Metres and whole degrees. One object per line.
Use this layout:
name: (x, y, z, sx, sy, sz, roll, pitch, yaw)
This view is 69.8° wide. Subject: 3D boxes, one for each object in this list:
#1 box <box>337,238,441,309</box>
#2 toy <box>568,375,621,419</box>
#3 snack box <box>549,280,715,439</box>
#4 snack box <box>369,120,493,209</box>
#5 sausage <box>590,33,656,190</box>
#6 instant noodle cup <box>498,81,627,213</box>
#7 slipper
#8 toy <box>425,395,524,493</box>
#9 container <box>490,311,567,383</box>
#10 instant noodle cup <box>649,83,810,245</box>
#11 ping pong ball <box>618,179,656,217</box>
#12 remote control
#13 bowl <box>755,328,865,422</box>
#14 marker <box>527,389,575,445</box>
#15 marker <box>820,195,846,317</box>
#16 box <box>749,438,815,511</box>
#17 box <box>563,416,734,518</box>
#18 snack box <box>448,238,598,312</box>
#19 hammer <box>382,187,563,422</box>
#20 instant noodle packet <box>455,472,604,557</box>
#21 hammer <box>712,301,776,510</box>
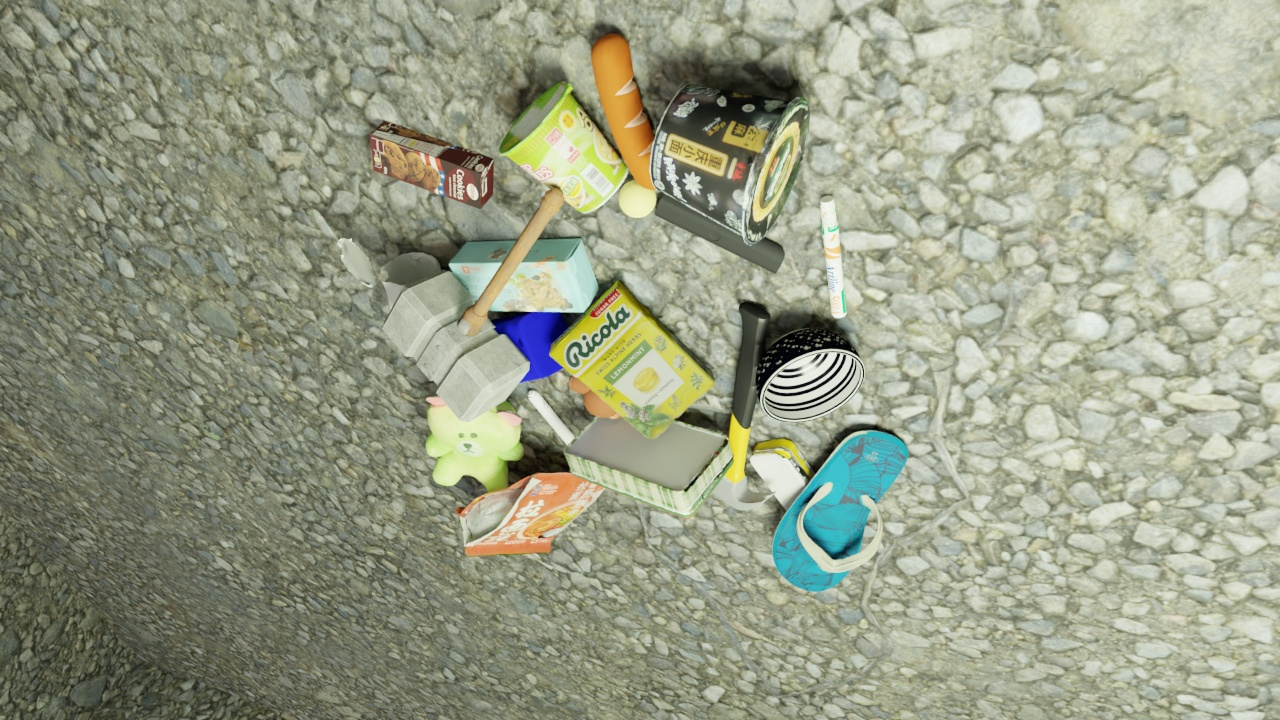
box: (-0.314, -0.094, 1.176, 0.126, 0.084, 0.156, -7, 134, -9)
toy: (-0.045, 0.018, 1.188, 0.095, 0.065, 0.128, 13, 126, 12)
snack box: (-0.007, 0.006, 1.122, 0.121, 0.045, 0.181, -42, 108, 16)
snack box: (-0.240, -0.226, 1.060, 0.141, 0.031, 0.051, 21, 138, 9)
sausage: (-0.011, -0.243, 0.913, 0.044, 0.039, 0.164, 0, 131, 28)
instant noodle cup: (-0.074, -0.212, 0.944, 0.099, 0.098, 0.108, -21, 127, 41)
slipper: (0.247, 0.207, 1.166, 0.118, 0.060, 0.296, 19, 126, 0)
toy: (-0.242, 0.108, 1.347, 0.150, 0.107, 0.197, 11, 130, -9)
container: (-0.154, -0.016, 1.169, 0.114, 0.084, 0.085, -13, 103, 40)
instant noodle cup: (0.079, -0.190, 0.856, 0.112, 0.136, 0.137, 23, 139, 19)
ping pong ball: (-0.003, -0.173, 0.979, 0.040, 0.040, 0.040, 15, 137, 15)
remote control: (0.085, -0.136, 0.985, 0.147, 0.015, 0.033, 26, 139, 2)
bowl: (0.182, 0.007, 1.028, 0.120, 0.066, 0.120, -9, 139, -8)
marker: (-0.121, 0.093, 1.323, 0.017, 0.020, 0.133, -21, 120, 30)
marker: (0.200, -0.105, 0.953, 0.017, 0.017, 0.146, 5, 134, 24)
box: (0.220, 0.187, 1.221, 0.065, 0.037, 0.210, -15, 124, 40)
box: (0.010, 0.124, 1.182, 0.206, 0.117, 0.051, 14, 134, 36)
snack box: (-0.142, -0.103, 1.115, 0.175, 0.053, 0.075, 2, 131, 26)
hammer: (-0.162, -0.082, 1.026, 0.162, 0.082, 0.319, 49, 132, 6)
instant noodle packet: (-0.151, 0.213, 1.382, 0.164, 0.084, 0.222, 8, 143, -41)
hammer: (0.126, 0.066, 1.135, 0.127, 0.029, 0.324, 36, 141, 32)
